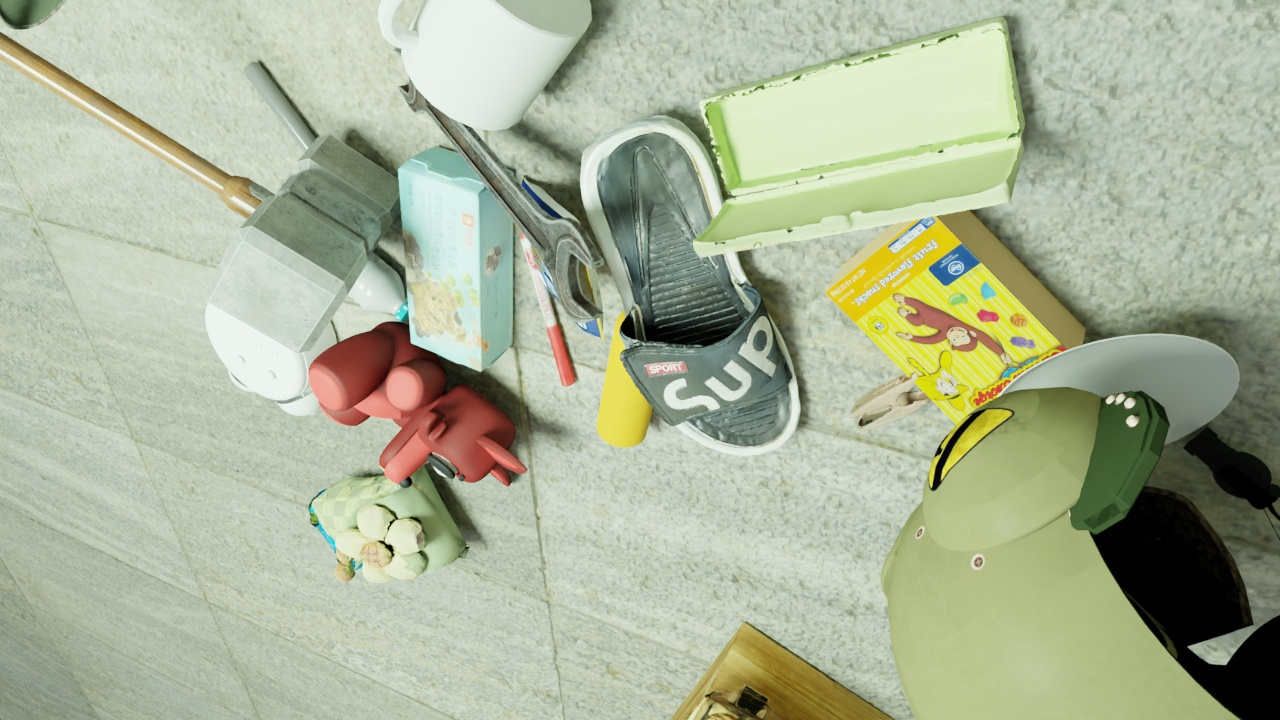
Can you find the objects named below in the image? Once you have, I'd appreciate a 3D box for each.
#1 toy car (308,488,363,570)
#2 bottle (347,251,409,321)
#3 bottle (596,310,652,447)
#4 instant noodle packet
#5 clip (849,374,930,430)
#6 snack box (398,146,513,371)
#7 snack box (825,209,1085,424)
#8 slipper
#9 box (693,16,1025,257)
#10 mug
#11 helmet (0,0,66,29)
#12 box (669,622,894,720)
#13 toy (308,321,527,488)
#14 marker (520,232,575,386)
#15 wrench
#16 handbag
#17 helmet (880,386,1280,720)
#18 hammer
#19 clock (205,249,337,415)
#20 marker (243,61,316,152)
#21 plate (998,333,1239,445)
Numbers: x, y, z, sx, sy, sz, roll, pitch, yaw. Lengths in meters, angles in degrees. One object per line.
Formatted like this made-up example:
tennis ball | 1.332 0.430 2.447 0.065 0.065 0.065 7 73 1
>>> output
toy car | -0.344 0.197 1.070 0.032 0.048 0.105 -11 113 33
bottle | -0.258 -0.085 0.815 0.136 0.044 0.044 40 134 1
bottle | -0.004 0.004 0.722 0.043 0.043 0.144 25 131 15
instant noodle packet | -0.057 -0.077 0.666 0.134 0.026 0.087 -133 26 -57
clip | 0.173 0.027 0.642 0.061 0.025 0.049 6 123 27
snack box | -0.147 -0.080 0.745 0.075 0.053 0.175 21 131 17
snack box | 0.195 -0.031 0.573 0.126 0.040 0.088 44 133 -3
slipper | 0.035 -0.034 0.634 0.111 0.063 0.264 -17 111 8
box | 0.116 -0.129 0.529 0.188 0.097 0.082 -7 118 32
mug | -0.105 -0.212 0.579 0.090 0.121 0.091 -40 61 43
helmet | -0.439 -0.371 0.647 0.268 0.153 0.227 1 126 26
box | 0.115 0.450 0.776 0.279 0.335 0.287 32 131 10
toy | -0.195 0.054 0.828 0.197 0.120 0.159 38 159 -3
marker | -0.076 -0.041 0.756 0.013 0.012 0.142 5 123 29
wrench | -0.104 -0.131 0.636 0.273 0.010 0.070 51 146 24
handbag | -0.279 0.184 0.972 0.187 0.116 0.113 -12 114 35
helmet | 0.248 0.127 0.493 0.250 0.254 0.234 40 131 2
hammer | -0.345 -0.154 0.672 0.317 0.162 0.083 33 125 -18
clock | -0.373 -0.019 0.915 0.125 0.072 0.161 24 131 16
marker | -0.285 -0.189 0.777 0.016 0.016 0.140 -24 106 41
plate | 0.278 0.022 0.546 0.134 0.011 0.135 2 143 1
